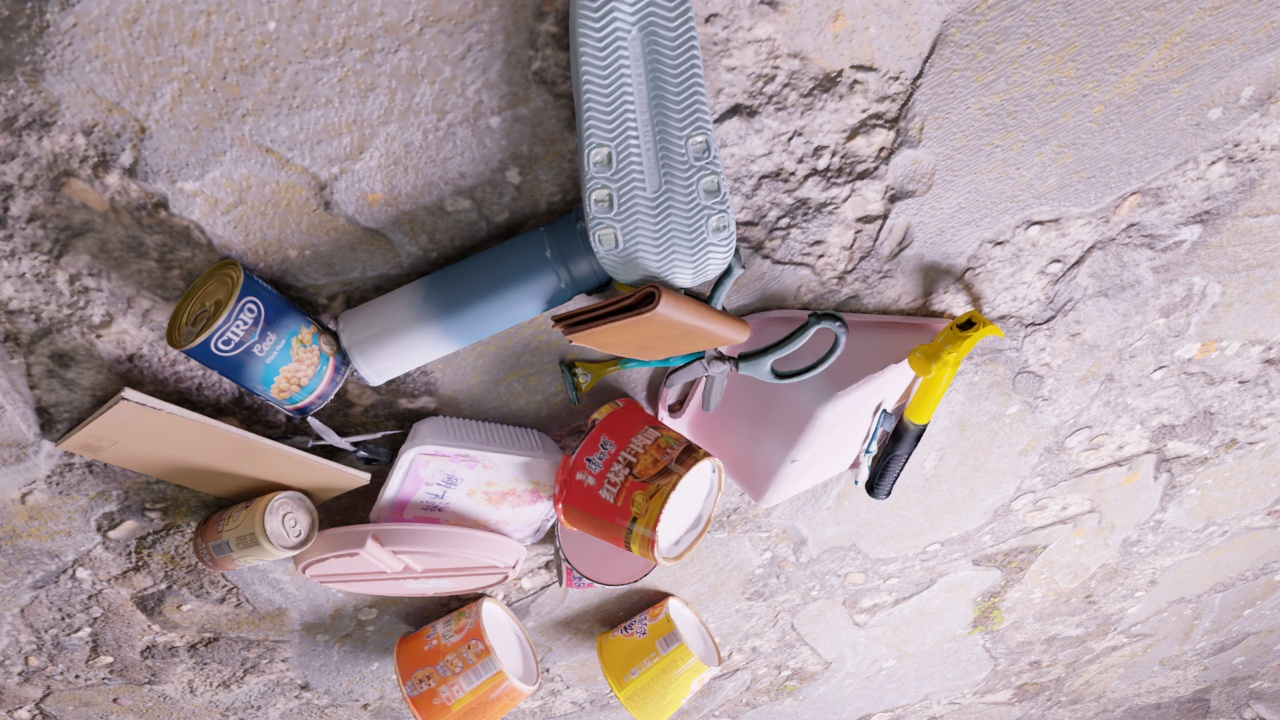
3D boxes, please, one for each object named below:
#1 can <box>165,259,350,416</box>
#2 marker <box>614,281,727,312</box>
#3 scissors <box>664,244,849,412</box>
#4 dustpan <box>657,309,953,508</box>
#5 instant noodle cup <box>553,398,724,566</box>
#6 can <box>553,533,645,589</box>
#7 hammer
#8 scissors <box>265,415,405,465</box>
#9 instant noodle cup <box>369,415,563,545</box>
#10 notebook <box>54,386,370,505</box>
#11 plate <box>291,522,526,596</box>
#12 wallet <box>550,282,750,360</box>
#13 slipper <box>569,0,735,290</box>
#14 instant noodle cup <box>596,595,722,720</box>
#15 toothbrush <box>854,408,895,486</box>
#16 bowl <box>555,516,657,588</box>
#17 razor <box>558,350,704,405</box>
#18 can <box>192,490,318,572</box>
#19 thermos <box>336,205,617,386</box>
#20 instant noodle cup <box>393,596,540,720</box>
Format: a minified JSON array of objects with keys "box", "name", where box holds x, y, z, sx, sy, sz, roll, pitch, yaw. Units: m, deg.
[{"box":[-0.282,-0.014,0.688,0.075,0.075,0.111,-31,136,15],"name":"can"},{"box":[0.027,-0.055,0.788,0.124,0.015,0.018,16,119,-35],"name":"marker"},{"box":[0.099,-0.019,0.783,0.181,0.019,0.171,8,122,4],"name":"scissors"},{"box":[0.160,0.026,0.919,0.272,0.139,0.223,-19,145,-42],"name":"dustpan"},{"box":[0.005,0.118,0.848,0.137,0.109,0.138,-36,139,-40],"name":"instant noodle cup"},{"box":[-0.045,0.214,1.009,0.093,0.066,0.067,-4,136,-13],"name":"can"},{"box":[0.287,0.057,0.950,0.128,0.033,0.301,-29,150,-26],"name":"hammer"},{"box":[-0.260,0.068,0.777,0.159,0.014,0.181,-1,162,6],"name":"scissors"},{"box":[-0.157,0.110,0.870,0.173,0.060,0.138,12,131,-26],"name":"instant noodle cup"},{"box":[-0.362,0.087,0.783,0.150,0.012,0.211,-23,142,37],"name":"notebook"},{"box":[-0.228,0.203,0.910,0.229,0.028,0.230,-2,156,-1],"name":"plate"},{"box":[0.004,-0.023,0.726,0.119,0.035,0.130,-10,166,34],"name":"wallet"},{"box":[0.001,-0.158,0.632,0.104,0.074,0.246,-13,122,-4],"name":"slipper"},{"box":[0.028,0.372,1.158,0.110,0.138,0.138,-40,134,11],"name":"instant noodle cup"},{"box":[0.246,0.097,0.969,0.016,0.018,0.192,-51,159,-21],"name":"toothbrush"},{"box":[-0.033,0.179,0.950,0.116,0.116,0.066,-4,160,-14],"name":"bowl"},{"box":[-0.005,0.005,0.828,0.132,0.028,0.043,-13,113,2],"name":"razor"},{"box":[-0.350,0.156,0.833,0.117,0.058,0.058,-19,142,32],"name":"can"},{"box":[-0.121,-0.049,0.709,0.220,0.070,0.070,-22,137,6],"name":"thermos"},{"box":[-0.193,0.353,1.058,0.111,0.151,0.151,-34,136,6],"name":"instant noodle cup"}]
